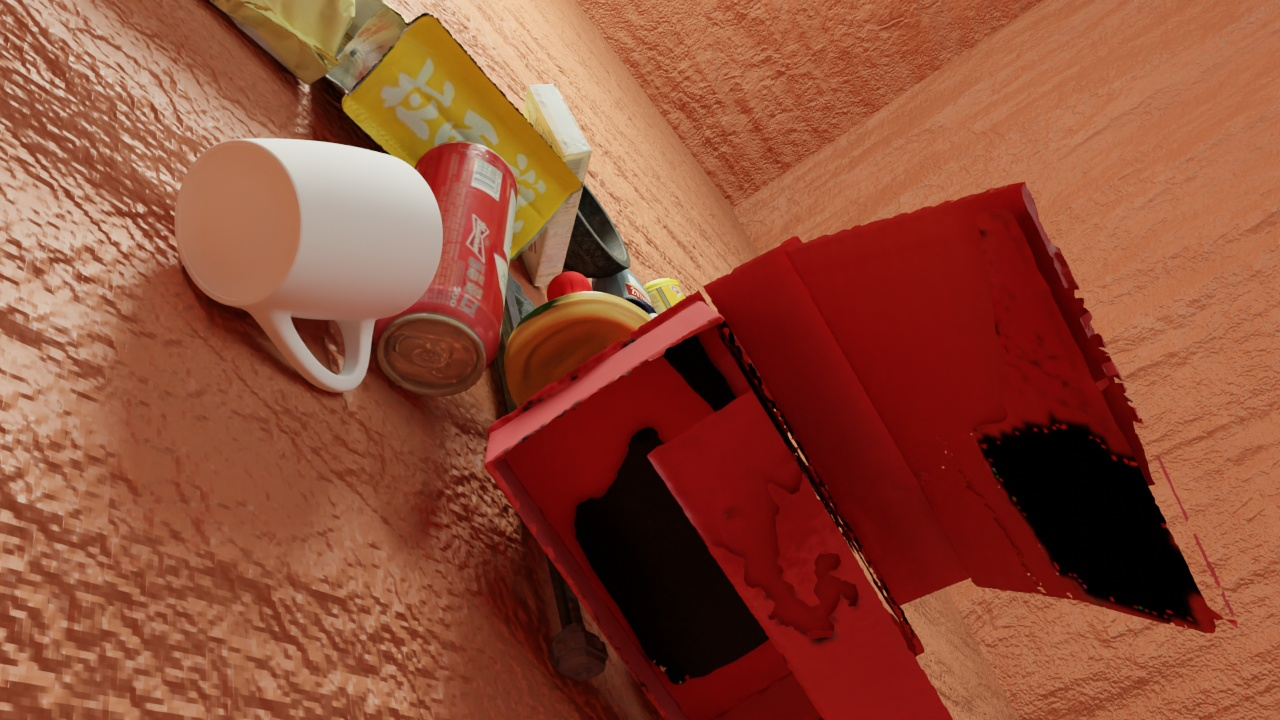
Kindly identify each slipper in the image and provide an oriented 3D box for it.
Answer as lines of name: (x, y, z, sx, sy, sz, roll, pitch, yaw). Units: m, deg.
slipper: (0.012, 0.071, 0.532, 0.263, 0.100, 0.078, 47, 36, -35)

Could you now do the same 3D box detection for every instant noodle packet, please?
instant noodle packet: (-0.156, -0.188, 0.677, 0.163, 0.084, 0.221, 42, 3, -40)

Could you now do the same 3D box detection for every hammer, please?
hammer: (-0.065, 0.049, 0.564, 0.147, 0.028, 0.316, 44, 19, -44)

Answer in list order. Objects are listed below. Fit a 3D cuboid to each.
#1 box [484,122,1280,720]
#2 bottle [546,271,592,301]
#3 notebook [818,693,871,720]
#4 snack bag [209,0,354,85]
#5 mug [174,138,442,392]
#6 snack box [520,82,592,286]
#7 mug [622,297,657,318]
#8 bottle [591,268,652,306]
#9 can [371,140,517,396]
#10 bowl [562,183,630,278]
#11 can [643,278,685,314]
box: (0.104, 0.051, 0.428, 0.211, 0.316, 0.123, 58, 24, -14)
bottle: (-0.044, -0.019, 0.700, 0.036, 0.036, 0.119, 43, 19, -45)
notebook: (0.111, 0.196, 0.703, 0.231, 0.019, 0.169, 66, 21, 7)
snack bag: (-0.258, -0.303, 0.595, 0.159, 0.068, 0.247, 41, 21, -46)
mug: (-0.146, -0.041, 0.410, 0.087, 0.081, 0.114, -11, 100, -68)
snack box: (-0.078, -0.140, 0.749, 0.082, 0.026, 0.150, 63, -28, 28)
mug: (-0.004, 0.004, 0.728, 0.112, 0.097, 0.078, 61, 14, 16)
bottle: (-0.017, -0.059, 0.933, 0.072, 0.046, 0.161, 48, 17, -38)
can: (-0.108, -0.058, 0.525, 0.067, 0.067, 0.169, 47, 26, -35)
bowl: (-0.067, -0.126, 0.886, 0.121, 0.056, 0.121, 52, 15, -20)
can: (0.033, -0.030, 0.997, 0.105, 0.068, 0.067, 62, 15, 18)
